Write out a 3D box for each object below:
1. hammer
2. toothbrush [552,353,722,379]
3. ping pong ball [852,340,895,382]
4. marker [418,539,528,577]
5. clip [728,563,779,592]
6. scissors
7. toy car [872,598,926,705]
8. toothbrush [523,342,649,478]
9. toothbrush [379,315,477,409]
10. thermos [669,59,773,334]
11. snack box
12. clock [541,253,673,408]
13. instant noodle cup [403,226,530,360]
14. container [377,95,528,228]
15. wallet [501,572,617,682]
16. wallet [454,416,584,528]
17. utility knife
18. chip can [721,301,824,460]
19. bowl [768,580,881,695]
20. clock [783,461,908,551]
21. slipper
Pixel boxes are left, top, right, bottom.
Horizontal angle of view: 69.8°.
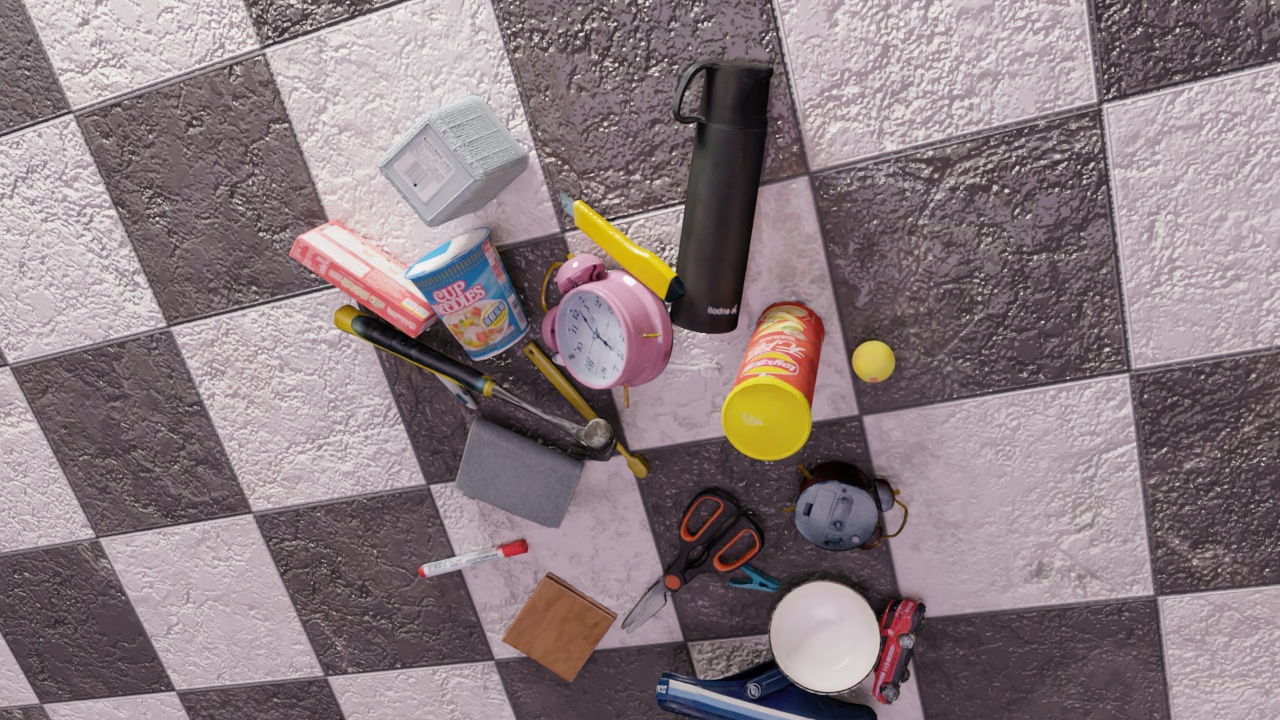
[{"bbox_3d":[-0.171,0.024,0.953,0.323,0.126,0.031,26,76,7],"label":"hammer"},{"bbox_3d":[-0.006,0.006,0.953,0.180,0.016,0.016,5,108,11],"label":"toothbrush"},{"bbox_3d":[0.225,0.001,0.886,0.040,0.040,0.040,4,112,11],"label":"ping pong ball"},{"bbox_3d":[-0.200,0.236,1.088,0.145,0.017,0.017,-17,106,19],"label":"marker"},{"bbox_3d":[0.127,0.243,1.018,0.055,0.013,0.034,14,114,7],"label":"clip"},{"bbox_3d":[0.036,0.227,1.033,0.236,0.021,0.139,-28,95,26],"label":"scissors"},{"bbox_3d":[0.275,0.313,0.991,0.045,0.052,0.121,18,109,29],"label":"toy car"},{"bbox_3d":[-0.056,0.053,0.985,0.016,0.016,0.190,-39,97,24],"label":"toothbrush"},{"bbox_3d":[-0.244,-0.018,1.000,0.018,0.016,0.191,-42,97,13],"label":"toothbrush"},{"bbox_3d":[0.063,-0.149,0.845,0.090,0.068,0.243,-2,113,-17],"label":"thermos"},{"bbox_3d":[-0.275,-0.086,0.947,0.153,0.075,0.026,34,115,-2],"label":"snack box"},{"bbox_3d":[-0.043,-0.038,0.905,0.158,0.059,0.117,42,129,28],"label":"clock"},{"bbox_3d":[-0.167,-0.064,0.926,0.099,0.099,0.110,-21,113,19],"label":"instant noodle cup"},{"bbox_3d":[-0.177,-0.187,0.865,0.090,0.111,0.090,-36,99,22],"label":"container"},{"bbox_3d":[-0.098,0.320,1.098,0.101,0.020,0.115,31,112,-2],"label":"wallet"},{"bbox_3d":[-0.136,0.127,1.019,0.130,0.036,0.107,23,123,1],"label":"wallet"},{"bbox_3d":[-0.020,-0.112,0.879,0.176,0.015,0.033,42,134,23],"label":"utility knife"},{"bbox_3d":[0.123,0.011,0.817,0.073,0.216,0.073,5,111,12],"label":"chip can"},{"bbox_3d":[0.198,0.300,0.984,0.116,0.116,0.066,-1,154,13],"label":"bowl"},{"bbox_3d":[0.212,0.152,0.940,0.122,0.055,0.082,15,113,6],"label":"clock"},{"bbox_3d":[0.142,0.376,1.028,0.252,0.105,0.095,14,72,-7],"label":"slipper"}]
